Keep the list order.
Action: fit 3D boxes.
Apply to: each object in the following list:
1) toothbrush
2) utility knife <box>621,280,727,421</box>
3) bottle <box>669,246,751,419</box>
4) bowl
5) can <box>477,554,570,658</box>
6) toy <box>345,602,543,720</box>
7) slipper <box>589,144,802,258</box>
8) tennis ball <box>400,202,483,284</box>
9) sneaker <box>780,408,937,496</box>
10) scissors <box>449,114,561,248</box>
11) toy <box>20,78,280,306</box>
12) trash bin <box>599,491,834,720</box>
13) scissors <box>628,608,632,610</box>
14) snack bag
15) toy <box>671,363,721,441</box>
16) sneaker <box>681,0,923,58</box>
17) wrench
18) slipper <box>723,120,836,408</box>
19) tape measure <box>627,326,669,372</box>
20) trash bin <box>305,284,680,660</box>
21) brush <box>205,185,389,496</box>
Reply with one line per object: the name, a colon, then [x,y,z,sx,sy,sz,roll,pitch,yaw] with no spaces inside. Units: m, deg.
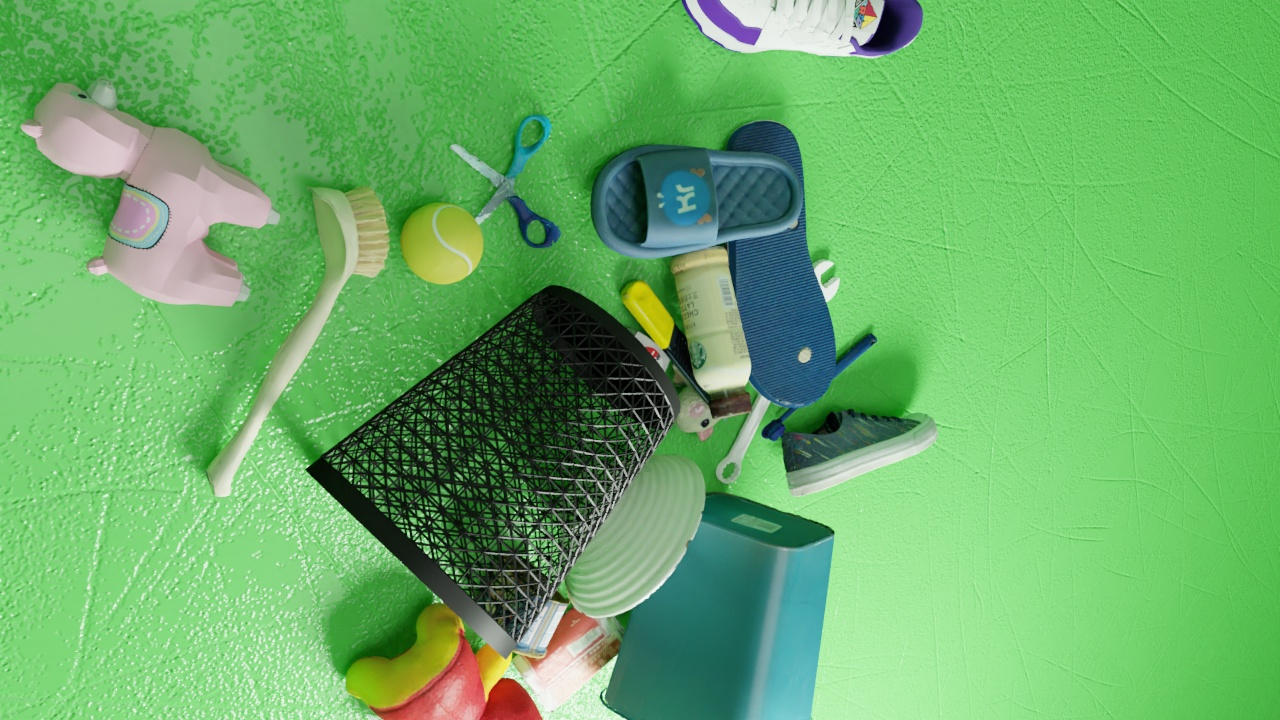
toothbrush: [0.209,0.030,1.057,0.189,0.017,0.016,-39,130,-19]
utility knife: [0.040,-0.007,0.904,0.028,0.020,0.174,-46,110,-23]
bottle: [0.071,-0.026,0.883,0.056,0.057,0.162,-10,86,-31]
bowl: [-0.029,0.144,0.859,0.071,0.177,0.177,42,83,-25]
can: [-0.114,0.231,0.876,0.054,0.100,0.059,27,91,-35]
toy: [-0.175,0.341,0.885,0.147,0.099,0.216,-34,120,-7]
slipper: [0.056,-0.154,0.840,0.213,0.059,0.103,-9,87,-19]
tennis ball: [-0.160,-0.094,0.738,0.065,0.065,0.065,-13,115,-29]
sneaker: [0.261,0.090,1.088,0.234,0.088,0.079,-16,84,-33]
scissors: [-0.108,-0.147,0.784,0.127,0.014,0.133,-49,128,-7]
toy: [-0.332,-0.109,0.619,0.157,0.067,0.123,22,97,-33]
trash bin: [0.094,0.268,0.964,0.198,0.197,0.218,3,101,-59]
scissors: [0.003,0.223,1.006,0.125,0.011,0.128,-14,118,-30]
snack bag: [-0.073,0.309,0.974,0.115,0.036,0.077,-38,125,-16]
toy: [0.067,0.036,0.955,0.087,0.050,0.112,-37,130,-16]
sneaker: [0.155,-0.319,0.829,0.243,0.111,0.092,-3,110,-33]
wrench: [0.152,0.014,1.023,0.047,0.009,0.273,23,95,-37]
slipper: [0.128,-0.093,0.938,0.118,0.060,0.295,-14,102,-23]
tape measure: [-0.005,0.005,0.909,0.062,0.020,0.060,32,89,-38]
trash bin: [-0.106,0.078,0.763,0.242,0.217,0.217,-47,127,-18]
brush: [-0.270,-0.013,0.710,0.077,0.062,0.272,23,99,-33]
